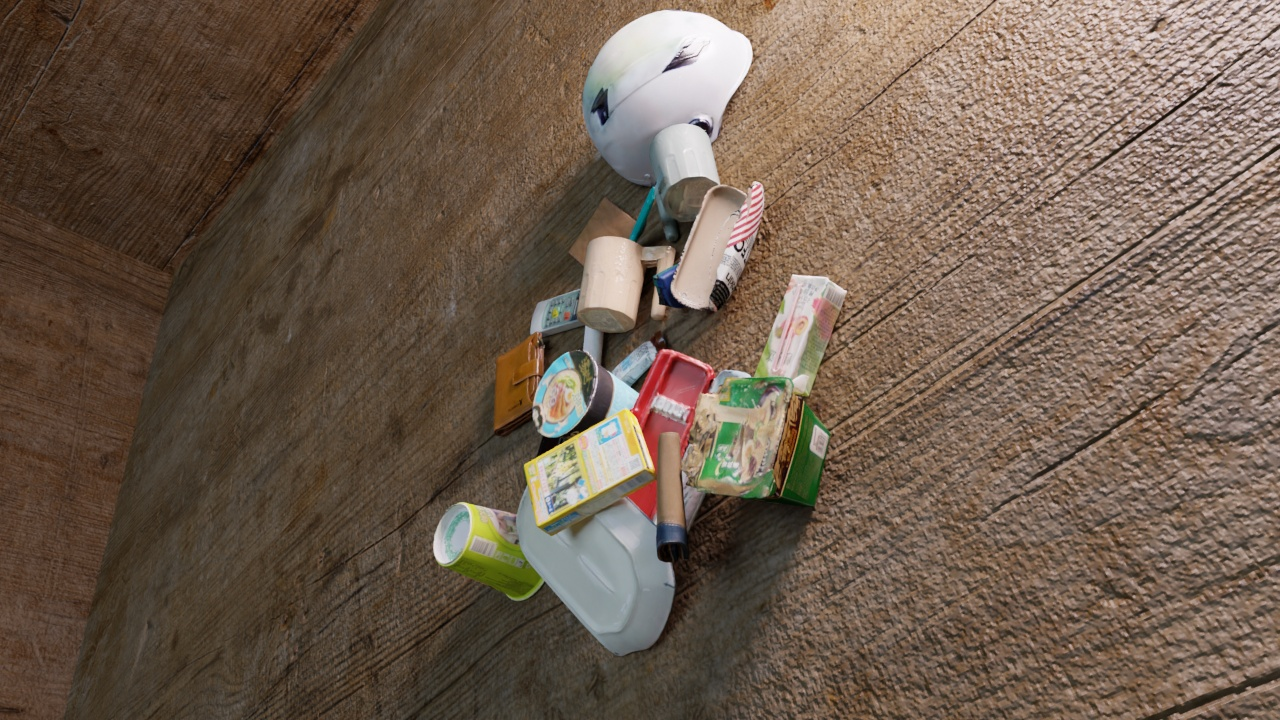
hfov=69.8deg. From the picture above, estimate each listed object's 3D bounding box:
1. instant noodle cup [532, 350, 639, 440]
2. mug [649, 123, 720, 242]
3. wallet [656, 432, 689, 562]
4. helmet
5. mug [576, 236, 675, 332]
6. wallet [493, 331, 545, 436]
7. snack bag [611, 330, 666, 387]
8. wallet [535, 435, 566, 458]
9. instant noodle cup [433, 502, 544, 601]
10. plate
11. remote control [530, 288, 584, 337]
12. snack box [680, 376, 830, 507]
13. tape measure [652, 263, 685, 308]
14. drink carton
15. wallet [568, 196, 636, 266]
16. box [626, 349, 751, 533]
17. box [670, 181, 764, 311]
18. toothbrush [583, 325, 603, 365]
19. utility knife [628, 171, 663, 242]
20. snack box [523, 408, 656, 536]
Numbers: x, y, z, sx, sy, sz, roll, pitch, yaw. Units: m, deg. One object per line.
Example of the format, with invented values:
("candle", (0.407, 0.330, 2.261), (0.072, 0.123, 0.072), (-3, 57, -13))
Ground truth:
("instant noodle cup", (-0.050, 0.061, 1.100), (0.111, 0.120, 0.111), (-27, 49, 35))
("mug", (0.053, -0.231, 1.210), (0.124, 0.083, 0.103), (116, 152, -45))
("wallet", (0.030, 0.140, 0.925), (0.033, 0.090, 0.115), (-3, 65, 0))
("helmet", (0.015, -0.392, 1.288), (0.259, 0.145, 0.228), (-37, 44, 28))
("mug", (-0.019, -0.099, 1.211), (0.125, 0.084, 0.103), (0, 67, 21))
("wallet", (-0.172, 0.031, 1.338), (0.119, 0.035, 0.130), (-35, 44, 39))
("snack bag", (-0.007, 0.007, 1.161), (0.105, 0.026, 0.045), (-45, 31, 20))
("wallet", (-0.111, 0.107, 1.195), (0.096, 0.020, 0.122), (-69, 15, -11))
("instant noodle cup", (-0.188, 0.232, 1.149), (0.112, 0.123, 0.111), (-28, 48, 37))
("plate", (-0.064, 0.212, 1.029), (0.266, 0.034, 0.162), (38, 114, 41))
("remote control", (-0.111, -0.070, 1.336), (0.135, 0.019, 0.056), (-12, 59, 45))
("snack box", (0.122, 0.088, 0.895), (0.118, 0.105, 0.118), (-1, 68, 47))
("tape measure", (0.044, -0.092, 1.139), (0.058, 0.054, 0.025), (-29, 29, -29))
("drink carton", (0.167, -0.027, 0.964), (0.054, 0.045, 0.122), (13, 78, 51))
("wallet", (-0.051, -0.175, 1.335), (0.101, 0.020, 0.115), (-56, 40, 9))
("box", (0.042, 0.096, 1.023), (0.158, 0.069, 0.201), (19, 83, 44))
("box", (0.091, -0.139, 1.098), (0.086, 0.075, 0.162), (16, 81, 21))
("toothbrush", (-0.062, -0.061, 1.260), (0.026, 0.027, 0.220), (-3, 63, 14))
("utility knife", (0.003, -0.186, 1.217), (0.185, 0.013, 0.029), (118, 158, -55))
("snack box", (-0.057, 0.122, 1.006), (0.140, 0.034, 0.086), (-29, 49, 9))
